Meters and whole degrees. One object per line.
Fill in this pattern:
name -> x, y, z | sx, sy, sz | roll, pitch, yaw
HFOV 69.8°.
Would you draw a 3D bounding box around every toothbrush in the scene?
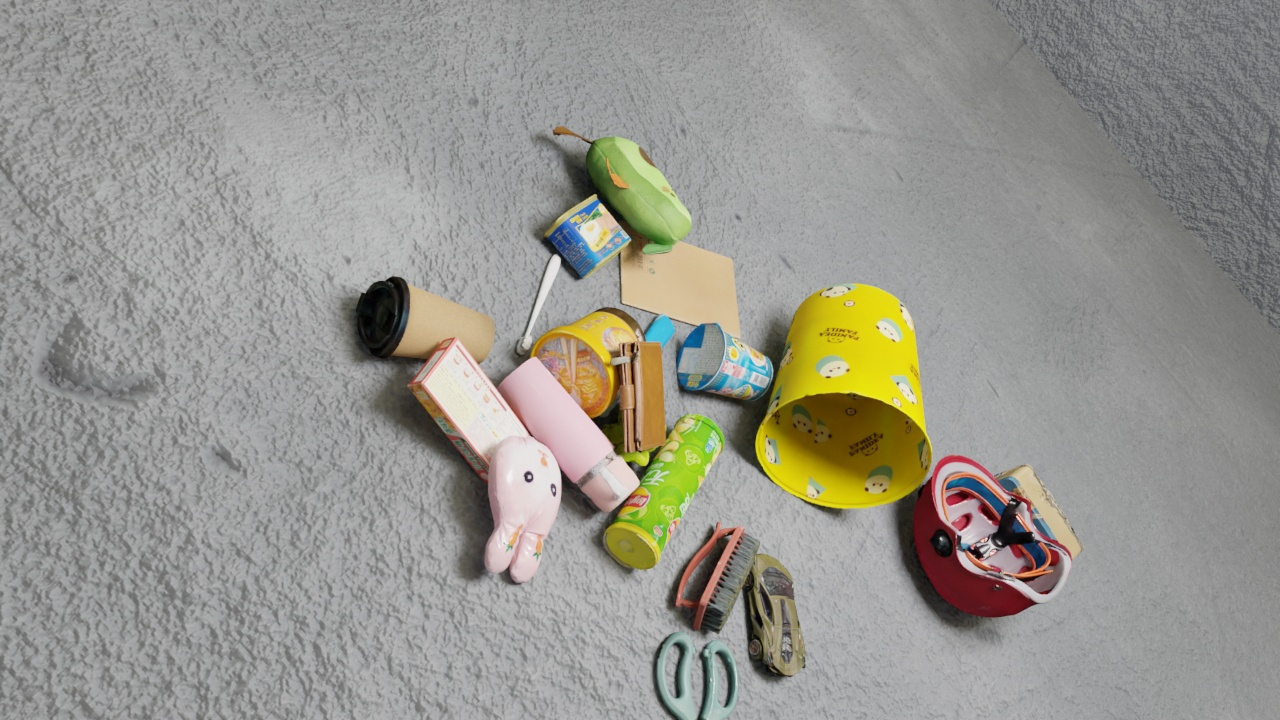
toothbrush -> -0.129, -0.078, 1.197 | 0.016, 0.016, 0.179 | 36, 47, -23

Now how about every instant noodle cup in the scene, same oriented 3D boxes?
instant noodle cup -> 0.124, 0.009, 1.282 | 0.109, 0.099, 0.099 | 21, 53, -34
instant noodle cup -> -0.059, -0.004, 1.142 | 0.118, 0.119, 0.114 | 50, 38, -1

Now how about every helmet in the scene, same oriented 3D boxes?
helmet -> 0.488, 0.273, 1.353 | 0.206, 0.144, 0.240 | -12, 57, -40

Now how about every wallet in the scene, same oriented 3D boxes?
wallet -> 0.002, 0.042, 1.101 | 0.119, 0.035, 0.130 | -1, 89, -66

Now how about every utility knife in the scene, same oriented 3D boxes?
utility knife -> -0.007, 0.007, 1.233 | 0.034, 0.018, 0.217 | 43, 46, -7

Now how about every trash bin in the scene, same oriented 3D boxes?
trash bin -> 0.293, 0.039, 1.304 | 0.229, 0.230, 0.254 | 33, 43, -16

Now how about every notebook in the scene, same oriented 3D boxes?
notebook -> 0.059, -0.119, 1.365 | 0.207, 0.008, 0.147 | 15, 56, -28

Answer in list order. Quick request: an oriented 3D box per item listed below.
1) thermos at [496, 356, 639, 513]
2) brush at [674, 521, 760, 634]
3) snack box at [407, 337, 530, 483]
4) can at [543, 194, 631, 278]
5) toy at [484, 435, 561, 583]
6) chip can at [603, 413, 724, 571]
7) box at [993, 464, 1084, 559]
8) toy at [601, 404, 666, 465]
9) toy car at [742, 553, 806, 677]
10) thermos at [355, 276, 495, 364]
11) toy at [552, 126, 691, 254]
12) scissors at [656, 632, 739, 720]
thermos -> -0.084, 0.088, 1.077 | 0.067, 0.087, 0.198 | -40, 85, -9
brush -> 0.096, 0.259, 1.133 | 0.069, 0.063, 0.145 | 22, 45, 14
snack box -> -0.188, 0.057, 1.023 | 0.156, 0.027, 0.076 | 58, 41, -29
can -> -0.071, -0.170, 1.266 | 0.083, 0.057, 0.101 | 50, 42, -3
toy -> -0.130, 0.161, 1.011 | 0.121, 0.054, 0.159 | 38, 53, -54
chip can -> 0.035, 0.156, 1.138 | 0.072, 0.073, 0.220 | 43, 47, -7
box -> 0.640, 0.265, 1.498 | 0.060, 0.090, 0.184 | -24, 78, -30
toy -> -0.006, 0.091, 1.173 | 0.100, 0.031, 0.096 | -17, 61, -32
toy car -> 0.169, 0.319, 1.160 | 0.070, 0.042, 0.158 | 13, 54, -30
thermos -> -0.243, -0.039, 1.048 | 0.143, 0.093, 0.093 | 14, 56, -39
toy -> -0.012, -0.253, 1.321 | 0.246, 0.090, 0.226 | 51, 17, 18
scissors -> 0.054, 0.396, 1.046 | 0.143, 0.019, 0.179 | 30, 51, -19
